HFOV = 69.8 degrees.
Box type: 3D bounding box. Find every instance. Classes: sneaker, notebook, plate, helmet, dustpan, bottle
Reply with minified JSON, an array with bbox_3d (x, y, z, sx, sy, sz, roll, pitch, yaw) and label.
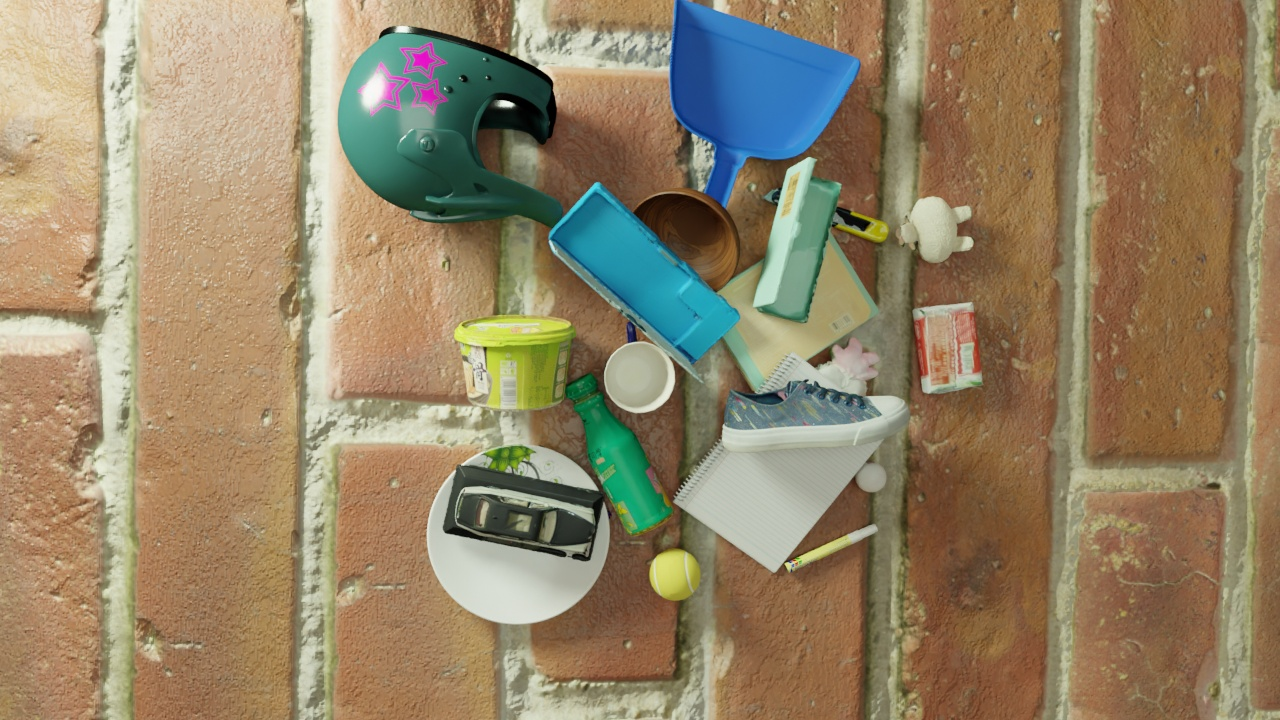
[{"bbox_3d":[0.215,0.060,1.125,0.235,0.087,0.079,-7,102,-3],"label":"sneaker"},{"bbox_3d":[0.183,0.134,1.186,0.178,0.013,0.246,36,96,-12],"label":"notebook"},{"bbox_3d":[-0.155,0.220,1.174,0.229,0.030,0.229,0,91,-5],"label":"plate"},{"bbox_3d":[-0.219,-0.258,1.091,0.274,0.177,0.200,11,86,-19],"label":"helmet"},{"bbox_3d":[0.123,-0.294,1.171,0.245,0.059,0.258,17,109,-4],"label":"dustpan"},{"bbox_3d":[-0.032,0.117,1.164,0.068,0.068,0.209,-27,94,-4],"label":"bottle"}]

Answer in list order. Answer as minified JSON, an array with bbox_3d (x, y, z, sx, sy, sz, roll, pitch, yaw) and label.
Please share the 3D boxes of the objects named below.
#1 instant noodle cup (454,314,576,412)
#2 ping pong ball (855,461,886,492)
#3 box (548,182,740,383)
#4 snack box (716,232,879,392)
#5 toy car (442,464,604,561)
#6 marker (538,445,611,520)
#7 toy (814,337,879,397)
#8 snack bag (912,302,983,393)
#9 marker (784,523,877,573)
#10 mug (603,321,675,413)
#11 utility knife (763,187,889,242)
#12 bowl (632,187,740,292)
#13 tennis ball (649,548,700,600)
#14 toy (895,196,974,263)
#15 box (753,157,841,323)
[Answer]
[{"bbox_3d":[-0.151,0.002,1.119,0.146,0.146,0.098,-1,102,-5],"label":"instant noodle cup"},{"bbox_3d":[0.303,0.153,1.209,0.040,0.040,0.040,0,91,-5],"label":"ping pong ball"},{"bbox_3d":[0.007,-0.085,1.082,0.243,0.115,0.094,41,106,-18],"label":"box"},{"bbox_3d":[0.191,-0.070,1.191,0.193,0.044,0.141,-33,93,-4],"label":"snack box"},{"bbox_3d":[-0.143,0.193,1.124,0.191,0.071,0.094,13,92,-7],"label":"toy car"},{"bbox_3d":[-0.086,0.159,1.186,0.018,0.015,0.134,-41,95,17],"label":"marker"},{"bbox_3d":[0.265,0.024,1.198,0.095,0.041,0.109,28,100,-10],"label":"toy"},{"bbox_3d":[0.407,-0.017,1.216,0.077,0.036,0.116,-8,92,-4],"label":"snack bag"},{"bbox_3d":[0.254,0.249,1.220,0.132,0.014,0.014,-23,93,-4],"label":"marker"},{"bbox_3d":[-0.007,0.007,1.152,0.085,0.089,0.112,-8,92,-5],"label":"mug"},{"bbox_3d":[0.244,-0.193,1.207,0.172,0.020,0.029,18,88,-4],"label":"utility knife"},{"bbox_3d":[0.061,-0.158,1.154,0.147,0.068,0.147,13,129,17],"label":"bowl"},{"bbox_3d":[0.044,0.274,1.176,0.065,0.065,0.065,0,91,-5],"label":"tennis ball"},{"bbox_3d":[0.382,-0.171,1.203,0.112,0.050,0.087,-10,92,-1],"label":"toy"},{"bbox_3d":[0.197,-0.147,1.125,0.077,0.093,0.188,16,85,0],"label":"box"}]
